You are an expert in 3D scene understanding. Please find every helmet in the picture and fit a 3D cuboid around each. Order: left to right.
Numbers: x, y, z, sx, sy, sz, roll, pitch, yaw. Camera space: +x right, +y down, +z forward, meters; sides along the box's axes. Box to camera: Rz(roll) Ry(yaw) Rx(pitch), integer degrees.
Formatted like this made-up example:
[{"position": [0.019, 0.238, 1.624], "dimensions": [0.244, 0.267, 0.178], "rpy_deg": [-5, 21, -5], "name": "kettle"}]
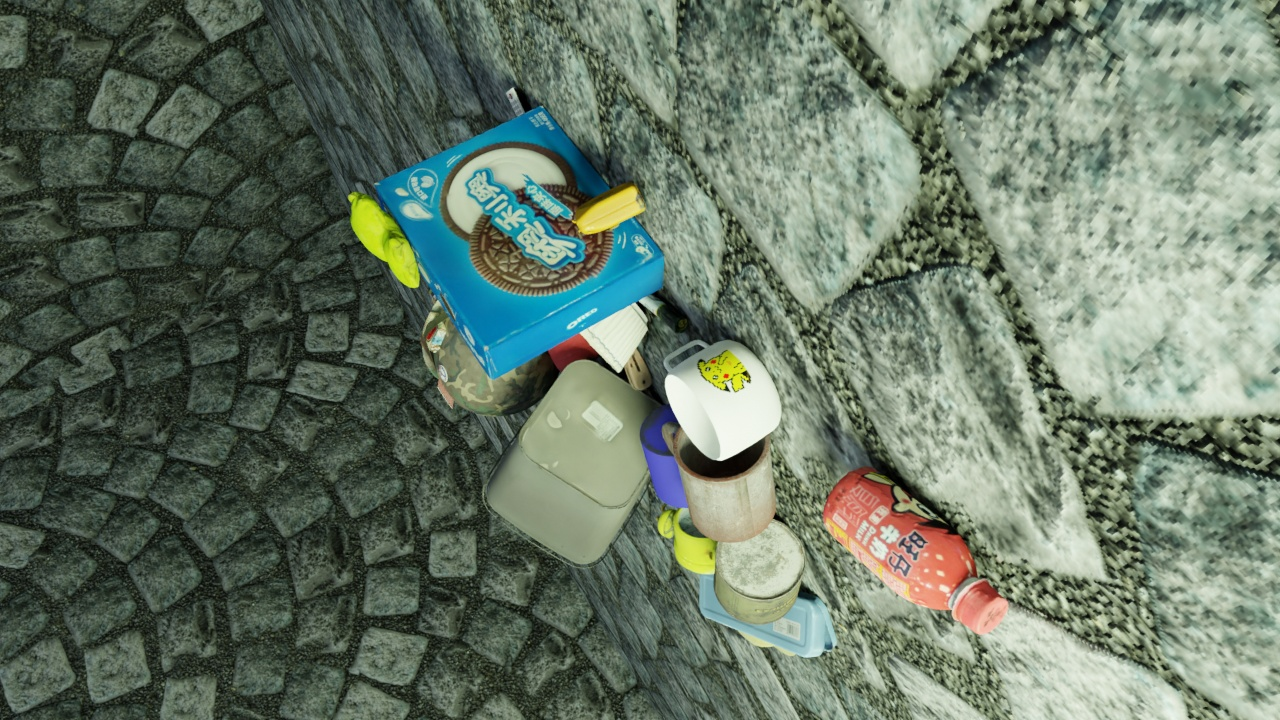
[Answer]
[{"position": [-0.206, -0.033, 1.281], "dimensions": [0.225, 0.192, 0.235], "rpy_deg": [-32, 53, 37], "name": "helmet"}]

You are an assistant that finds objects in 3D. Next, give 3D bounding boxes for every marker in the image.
[{"position": [0.003, -0.067, 0.944], "dimensions": [0.146, 0.017, 0.017], "rpy_deg": [43, 156, 46], "name": "marker"}]

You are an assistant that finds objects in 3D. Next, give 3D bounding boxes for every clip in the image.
[{"position": [-0.005, 0.006, 1.087], "dimensions": [0.061, 0.025, 0.049], "rpy_deg": [61, 162, 27], "name": "clip"}]

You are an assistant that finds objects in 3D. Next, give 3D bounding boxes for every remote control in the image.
[{"position": [-0.113, -0.240, 1.009], "dimensions": [0.124, 0.011, 0.028], "rpy_deg": [65, 163, -14], "name": "remote control"}]

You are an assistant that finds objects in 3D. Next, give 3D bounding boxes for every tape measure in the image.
[{"position": [-0.028, -0.137, 0.836], "dimensions": [0.030, 0.068, 0.058], "rpy_deg": [63, -171, -14], "name": "tape measure"}]

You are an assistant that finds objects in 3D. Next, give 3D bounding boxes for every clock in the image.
[{"position": [0.070, 0.196, 1.073], "dimensions": [0.119, 0.083, 0.057], "rpy_deg": [37, 147, 48], "name": "clock"}]

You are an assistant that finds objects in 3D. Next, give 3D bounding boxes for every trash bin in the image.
[{"position": [-0.075, 0.125, 1.167], "dimensions": [0.197, 0.197, 0.221], "rpy_deg": [32, 153, 2], "name": "trash bin"}]

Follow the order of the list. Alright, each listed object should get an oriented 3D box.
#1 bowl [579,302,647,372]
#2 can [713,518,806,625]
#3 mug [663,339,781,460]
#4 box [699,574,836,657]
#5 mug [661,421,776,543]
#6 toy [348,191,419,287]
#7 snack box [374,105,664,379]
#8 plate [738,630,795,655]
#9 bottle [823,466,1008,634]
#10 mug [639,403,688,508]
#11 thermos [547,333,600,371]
[{"position": [-0.040, -0.049, 0.986], "dimensions": [0.115, 0.062, 0.115], "rpy_deg": [47, 177, 3], "name": "bowl"}, {"position": [0.120, 0.216, 0.941], "dimensions": [0.090, 0.089, 0.075], "rpy_deg": [51, 162, 29], "name": "can"}, {"position": [0.068, 0.027, 0.816], "dimensions": [0.115, 0.068, 0.094], "rpy_deg": [51, 161, 31], "name": "mug"}, {"position": [0.144, 0.276, 1.038], "dimensions": [0.210, 0.052, 0.067], "rpy_deg": [0, 89, 58], "name": "box"}, {"position": [0.071, 0.104, 0.885], "dimensions": [0.123, 0.096, 0.110], "rpy_deg": [30, 144, 35], "name": "mug"}, {"position": [-0.243, -0.114, 0.873], "dimensions": [0.093, 0.036, 0.094], "rpy_deg": [38, 157, 41], "name": "toy"}, {"position": [-0.121, -0.123, 0.901], "dimensions": [0.239, 0.195, 0.056], "rpy_deg": [53, 163, 24], "name": "snack box"}, {"position": [0.126, 0.304, 1.167], "dimensions": [0.184, 0.036, 0.185], "rpy_deg": [53, 162, 25], "name": "plate"}, {"position": [0.192, 0.134, 0.640], "dimensions": [0.137, 0.062, 0.062], "rpy_deg": [41, 155, 47], "name": "bottle"}, {"position": [0.059, 0.105, 0.981], "dimensions": [0.111, 0.079, 0.084], "rpy_deg": [14, 138, 30], "name": "mug"}, {"position": [-0.123, -0.103, 1.163], "dimensions": [0.240, 0.073, 0.073], "rpy_deg": [63, 164, -7], "name": "thermos"}]
